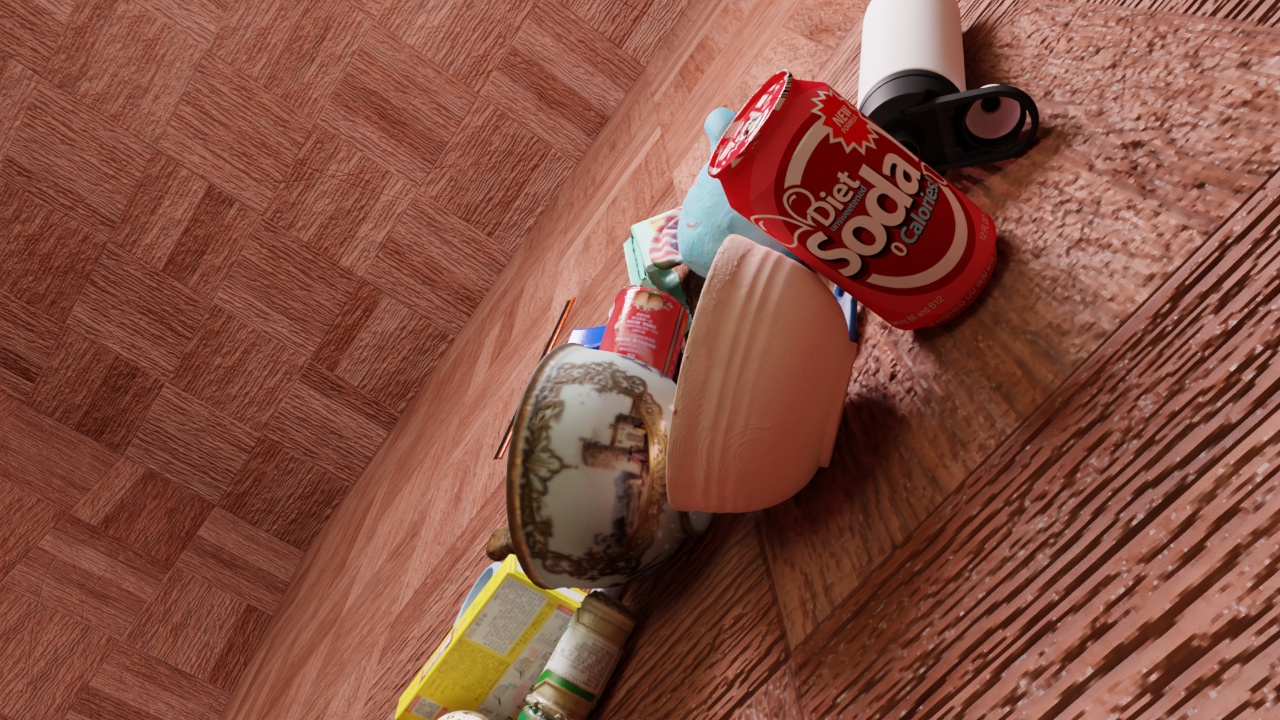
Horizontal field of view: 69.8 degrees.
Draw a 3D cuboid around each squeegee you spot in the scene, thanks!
[{"bbox_3d":[-0.053,-0.010,0.991,0.185,0.055,0.248,-30,29,43],"label":"squeegee"}]

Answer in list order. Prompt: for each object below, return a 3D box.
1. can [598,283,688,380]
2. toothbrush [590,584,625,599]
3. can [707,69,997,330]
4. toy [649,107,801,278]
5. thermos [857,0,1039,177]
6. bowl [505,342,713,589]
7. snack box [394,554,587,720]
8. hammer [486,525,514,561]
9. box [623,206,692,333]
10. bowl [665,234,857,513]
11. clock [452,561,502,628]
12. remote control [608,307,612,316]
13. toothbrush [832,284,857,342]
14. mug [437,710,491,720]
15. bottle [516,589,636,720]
[{"bbox_3d":[-0.005,0.004,0.770,0.067,0.066,0.124,-32,36,57],"label":"can"},{"bbox_3d":[-0.034,0.178,0.629,0.187,0.018,0.019,-60,17,-14],"label":"toothbrush"},{"bbox_3d":[0.109,-0.078,0.467,0.074,0.142,0.074,-51,16,20],"label":"can"},{"bbox_3d":[0.089,-0.143,0.702,0.184,0.115,0.180,-10,55,36],"label":"toy"},{"bbox_3d":[0.191,-0.189,0.592,0.101,0.068,0.229,-11,34,24],"label":"thermos"},{"bbox_3d":[-0.005,0.069,0.574,0.094,0.160,0.159,3,48,22],"label":"bowl"},{"bbox_3d":[-0.104,0.216,0.660,0.152,0.075,0.025,-53,17,14],"label":"snack box"},{"bbox_3d":[-0.075,0.146,0.802,0.331,0.033,0.119,-34,28,56],"label":"hammer"},{"bbox_3d":[0.037,-0.105,0.891,0.091,0.077,0.188,-44,16,12],"label":"box"},{"bbox_3d":[0.070,0.014,0.484,0.153,0.076,0.153,13,-91,-76],"label":"bowl"},{"bbox_3d":[-0.110,0.205,0.741,0.125,0.051,0.088,-45,19,47],"label":"clock"},{"bbox_3d":[0.003,-0.025,0.872,0.050,0.022,0.133,-41,31,13],"label":"remote control"},{"bbox_3d":[0.132,-0.050,0.583,0.021,0.016,0.132,-41,21,41],"label":"toothbrush"},{"bbox_3d":[-0.117,0.291,0.590,0.097,0.081,0.122,169,106,-79],"label":"mug"},{"bbox_3d":[-0.041,0.198,0.568,0.109,0.042,0.043,-61,15,-17],"label":"bottle"}]
